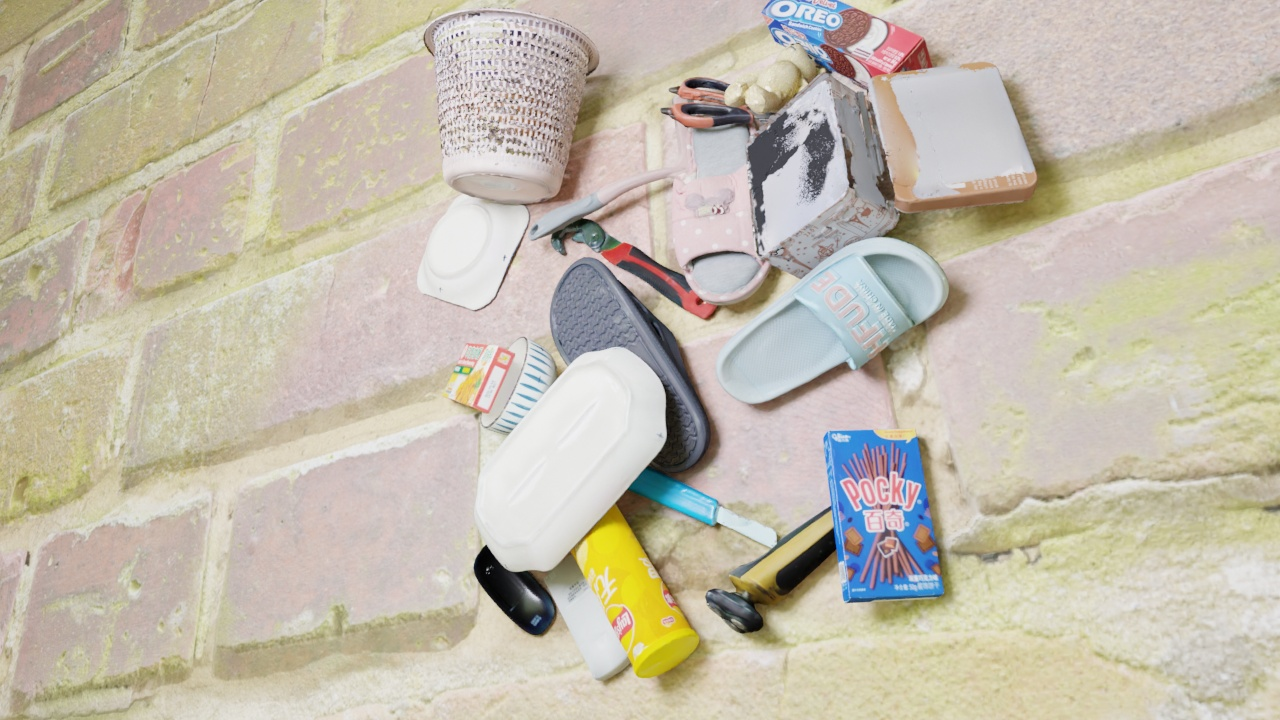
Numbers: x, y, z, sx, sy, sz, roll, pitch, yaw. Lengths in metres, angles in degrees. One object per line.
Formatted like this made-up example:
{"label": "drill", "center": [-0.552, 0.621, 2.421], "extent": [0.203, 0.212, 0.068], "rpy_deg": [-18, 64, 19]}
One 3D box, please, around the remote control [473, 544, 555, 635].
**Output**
{"label": "remote control", "center": [-0.148, 0.255, 1.037], "extent": [0.136, 0.024, 0.053], "rpy_deg": [35, 92, 36]}

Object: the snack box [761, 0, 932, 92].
{"label": "snack box", "center": [0.230, -0.364, 1.042], "extent": [0.057, 0.058, 0.207], "rpy_deg": [-49, 54, 2]}

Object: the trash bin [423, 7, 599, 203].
{"label": "trash bin", "center": [-0.172, -0.314, 1.184], "extent": [0.228, 0.227, 0.192], "rpy_deg": [0, 83, 31]}

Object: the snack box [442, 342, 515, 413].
{"label": "snack box", "center": [-0.199, 0.019, 1.116], "extent": [0.156, 0.027, 0.077], "rpy_deg": [5, 70, 66]}

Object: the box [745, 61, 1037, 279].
{"label": "box", "center": [0.236, -0.203, 0.920], "extent": [0.274, 0.125, 0.178], "rpy_deg": [-18, 54, 24]}

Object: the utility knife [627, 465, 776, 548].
{"label": "utility knife", "center": [0.053, 0.149, 0.962], "extent": [0.216, 0.018, 0.034], "rpy_deg": [20, 80, 37]}

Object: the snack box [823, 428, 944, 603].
{"label": "snack box", "center": [0.219, 0.139, 0.839], "extent": [0.084, 0.026, 0.157], "rpy_deg": [-2, 67, -2]}

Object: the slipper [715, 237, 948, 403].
{"label": "slipper", "center": [0.180, -0.031, 0.901], "extent": [0.246, 0.104, 0.074], "rpy_deg": [-33, 14, 20]}

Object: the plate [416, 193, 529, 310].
{"label": "plate", "center": [-0.241, -0.159, 1.256], "extent": [0.164, 0.034, 0.163], "rpy_deg": [17, 80, 36]}

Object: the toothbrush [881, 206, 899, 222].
{"label": "toothbrush", "center": [0.210, -0.079, 0.961], "extent": [0.029, 0.020, 0.189], "rpy_deg": [33, 91, 4]}

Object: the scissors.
{"label": "scissors", "center": [0.126, -0.281, 1.059], "extent": [0.196, 0.015, 0.205], "rpy_deg": [-19, 48, -12]}

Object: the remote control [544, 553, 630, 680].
{"label": "remote control", "center": [-0.053, 0.270, 0.976], "extent": [0.056, 0.019, 0.135], "rpy_deg": [-42, 55, 10]}

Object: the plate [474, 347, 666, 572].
{"label": "plate", "center": [-0.085, 0.101, 0.968], "extent": [0.266, 0.034, 0.162], "rpy_deg": [-48, 54, 9]}

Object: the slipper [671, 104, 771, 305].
{"label": "slipper", "center": [0.093, -0.188, 1.037], "extent": [0.114, 0.054, 0.273], "rpy_deg": [-5, 62, 13]}

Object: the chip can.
{"label": "chip can", "center": [-0.022, 0.218, 0.949], "extent": [0.072, 0.072, 0.213], "rpy_deg": [-42, 54, 10]}

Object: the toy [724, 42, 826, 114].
{"label": "toy", "center": [0.148, -0.310, 1.025], "extent": [0.105, 0.066, 0.156], "rpy_deg": [17, 37, 29]}

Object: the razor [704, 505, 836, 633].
{"label": "razor", "center": [0.140, 0.197, 0.872], "extent": [0.167, 0.062, 0.067], "rpy_deg": [-40, 24, 5]}

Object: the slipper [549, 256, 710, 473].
{"label": "slipper", "center": [-0.006, 0.006, 1.029], "extent": [0.111, 0.083, 0.268], "rpy_deg": [-41, 72, 23]}

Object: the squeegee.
{"label": "squeegee", "center": [-0.035, -0.201, 1.129], "extent": [0.250, 0.040, 0.247], "rpy_deg": [-19, 62, 17]}

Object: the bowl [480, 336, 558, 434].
{"label": "bowl", "center": [-0.133, 0.037, 1.079], "extent": [0.117, 0.066, 0.116], "rpy_deg": [-48, 27, 35]}

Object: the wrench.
{"label": "wrench", "center": [-0.011, -0.116, 1.110], "extent": [0.273, 0.016, 0.056], "rpy_deg": [30, 85, 36]}
